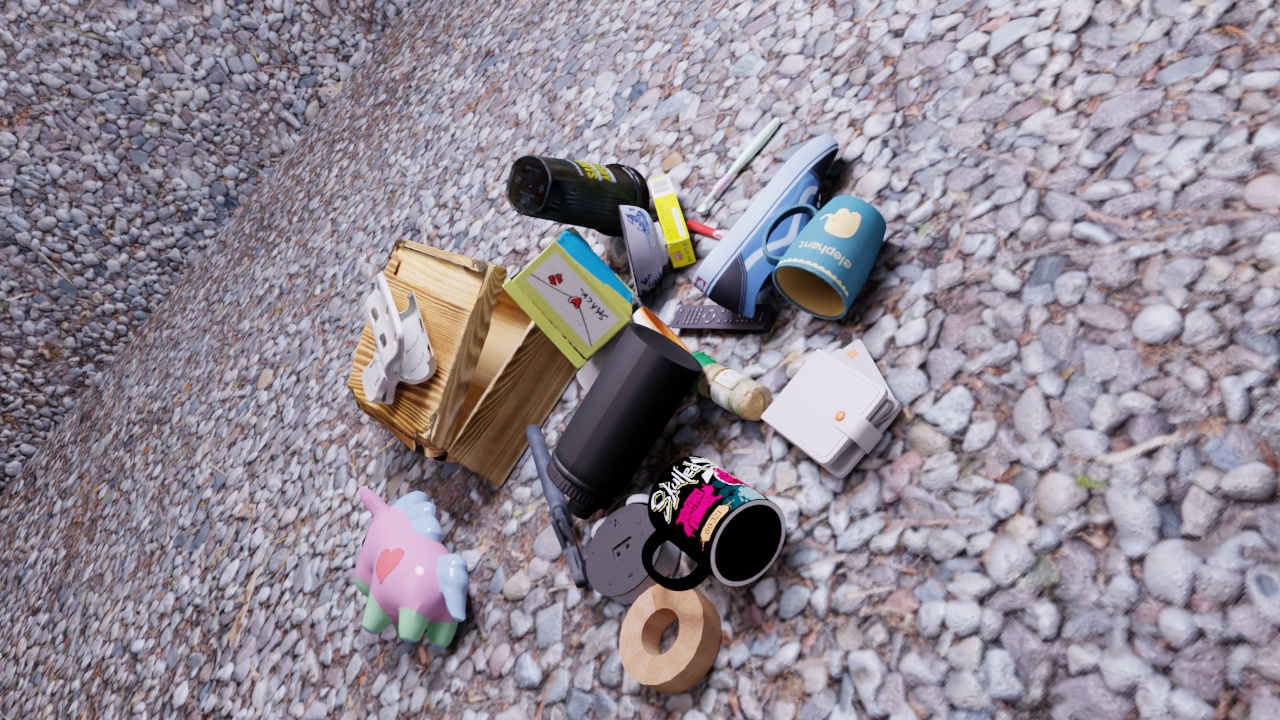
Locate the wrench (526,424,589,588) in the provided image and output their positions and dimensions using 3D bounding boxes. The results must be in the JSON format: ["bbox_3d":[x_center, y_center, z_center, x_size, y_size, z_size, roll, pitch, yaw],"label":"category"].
[{"bbox_3d":[-0.093,0.150,1.005,0.022,0.073,0.273,-23,32,-5],"label":"wrench"}]

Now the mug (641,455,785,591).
[{"bbox_3d":[0.053,0.153,0.816,0.118,0.082,0.098,-42,35,-14],"label":"mug"}]

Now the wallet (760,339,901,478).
[{"bbox_3d":[0.180,0.035,0.832,0.115,0.037,0.118,-50,33,0],"label":"wallet"}]

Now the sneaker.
[{"bbox_3d":[0.161,-0.137,0.988,0.240,0.098,0.083,-50,-8,-20],"label":"sneaker"}]

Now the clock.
[{"bbox_3d":[-0.009,0.183,0.903,0.095,0.035,0.122,-39,38,16],"label":"clock"}]

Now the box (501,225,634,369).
[{"bbox_3d":[-0.073,-0.078,1.031,0.079,0.124,0.220,-42,10,7],"label":"box"}]

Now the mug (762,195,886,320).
[{"bbox_3d":[0.178,-0.112,0.906,0.112,0.084,0.104,29,72,20],"label":"mug"}]

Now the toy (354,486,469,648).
[{"bbox_3d":[-0.260,0.236,1.065,0.223,0.120,0.171,-7,64,44],"label":"toy"}]

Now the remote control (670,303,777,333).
[{"bbox_3d":[0.089,-0.045,1.009,0.137,0.015,0.032,3,61,47],"label":"remote control"}]

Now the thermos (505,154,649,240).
[{"bbox_3d":[-0.070,-0.206,1.152,0.098,0.220,0.098,2,94,33],"label":"thermos"}]

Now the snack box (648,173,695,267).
[{"bbox_3d":[0.038,-0.177,1.147,0.029,0.040,0.147,-16,43,3],"label":"snack box"}]

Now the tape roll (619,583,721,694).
[{"bbox_3d":[0.026,0.246,0.819,0.094,0.027,0.093,-27,43,28],"label":"tape roll"}]

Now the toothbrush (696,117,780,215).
[{"bbox_3d":[0.123,-0.242,1.141,0.155,0.015,0.022,-50,6,0],"label":"toothbrush"}]

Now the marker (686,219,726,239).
[{"bbox_3d":[0.097,-0.148,1.090,0.013,0.013,0.142,-53,37,-3],"label":"marker"}]

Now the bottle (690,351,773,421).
[{"bbox_3d":[0.086,0.026,0.932,0.043,0.043,0.111,-55,38,-5],"label":"bottle"}]

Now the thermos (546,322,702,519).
[{"bbox_3d":[-0.025,0.068,0.940,0.199,0.086,0.086,-58,35,14],"label":"thermos"}]

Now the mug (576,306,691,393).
[{"bbox_3d":[-0.006,0.006,1.010,0.105,0.082,0.082,-45,37,9],"label":"mug"}]

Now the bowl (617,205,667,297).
[{"bbox_3d":[0.006,-0.137,1.115,0.045,0.114,0.114,-12,44,-1],"label":"bowl"}]

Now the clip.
[{"bbox_3d":[-0.283,-0.015,1.098,0.126,0.101,0.152,-117,29,-42],"label":"clip"}]

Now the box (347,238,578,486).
[{"bbox_3d":[-0.250,-0.003,1.189,0.279,0.192,0.251,22,78,50],"label":"box"}]
